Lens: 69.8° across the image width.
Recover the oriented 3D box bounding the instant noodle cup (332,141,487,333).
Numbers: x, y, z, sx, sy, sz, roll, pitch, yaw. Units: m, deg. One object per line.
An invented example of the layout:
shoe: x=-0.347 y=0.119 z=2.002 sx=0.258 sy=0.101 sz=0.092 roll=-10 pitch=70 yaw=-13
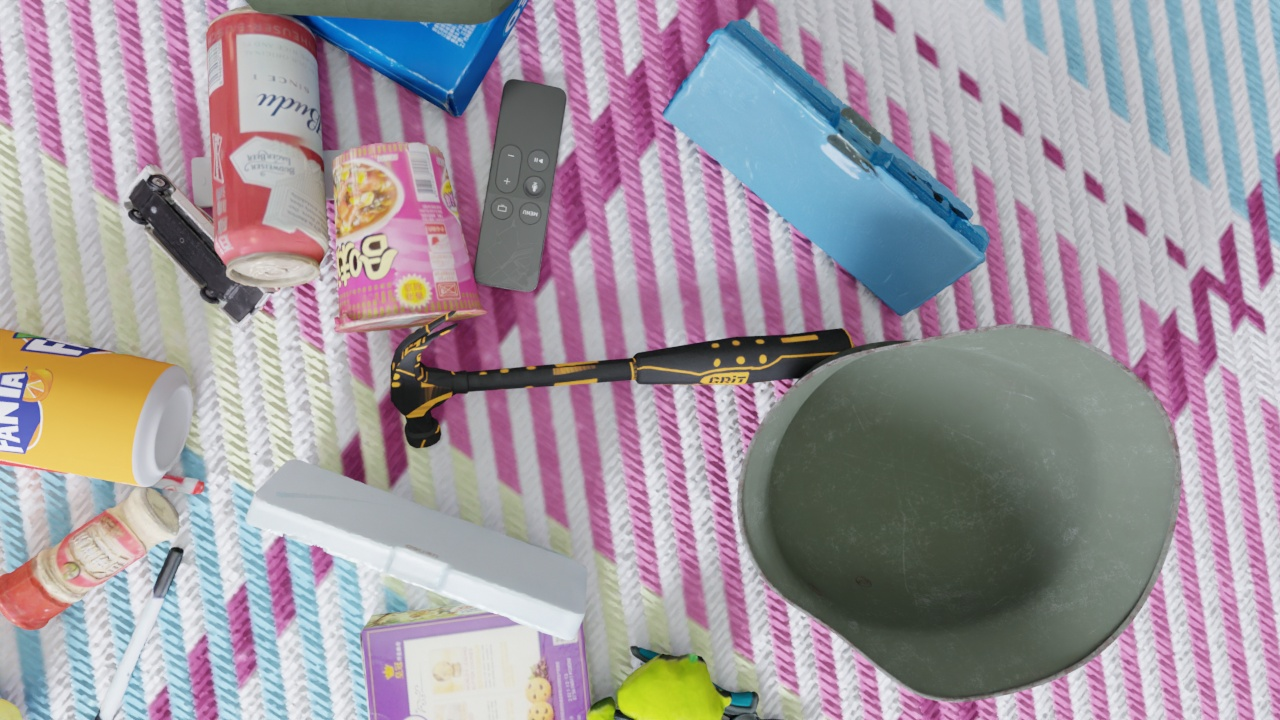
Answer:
instant noodle cup: x=-0.154 y=-0.078 z=0.590 sx=0.097 sy=0.098 sz=0.108 roll=-8 pitch=90 yaw=-7

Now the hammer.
hammer: x=-0.004 y=0.004 z=0.617 sx=0.320 sy=0.123 sz=0.036 roll=-5 pitch=53 yaw=-13

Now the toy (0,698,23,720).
toy: x=-0.484 y=0.227 z=0.551 sx=0.214 sy=0.084 sz=0.149 roll=25 pitch=85 yaw=-4

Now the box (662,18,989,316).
box: x=0.140 y=-0.149 z=0.650 sx=0.231 sy=0.094 sz=0.101 roll=38 pitch=55 yaw=-4

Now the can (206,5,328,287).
can: x=-0.236 y=-0.135 z=0.582 sx=0.067 sy=0.067 sz=0.170 roll=-5 pitch=79 yaw=-7

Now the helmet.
helmet: x=0.176 y=0.076 z=0.596 sx=0.267 sy=0.154 sz=0.227 roll=8 pitch=99 yaw=-14

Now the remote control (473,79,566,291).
remote control: x=-0.084 y=-0.123 z=0.644 sx=0.045 sy=0.008 sz=0.146 roll=9 pitch=88 yaw=-7

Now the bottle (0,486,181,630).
bottle: x=-0.353 y=0.125 z=0.589 sx=0.109 sy=0.044 sz=0.044 roll=-35 pitch=93 yaw=-7

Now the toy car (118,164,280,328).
toy car: x=-0.287 y=-0.076 z=0.604 sx=0.039 sy=0.039 sz=0.113 roll=-41 pitch=93 yaw=20

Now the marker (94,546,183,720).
marker: x=-0.336 y=0.195 z=0.605 sx=0.011 sy=0.011 sz=0.152 roll=22 pitch=86 yaw=-6

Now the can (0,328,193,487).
can: x=-0.363 y=0.028 z=0.571 sx=0.142 sy=0.079 sz=0.079 roll=12 pitch=87 yaw=-7

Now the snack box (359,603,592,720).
snack box: x=-0.105 y=0.237 z=0.618 sx=0.148 sy=0.040 sz=0.143 roll=-5 pitch=89 yaw=-7

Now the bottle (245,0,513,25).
bottle: x=-0.132 y=-0.242 z=0.554 sx=0.206 sy=0.071 sz=0.071 roll=1 pitch=88 yaw=-6

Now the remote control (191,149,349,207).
remote control: x=-0.235 y=-0.124 z=0.623 sx=0.131 sy=0.012 sz=0.033 roll=-5 pitch=87 yaw=-7

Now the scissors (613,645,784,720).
scissors: x=0.046 y=0.246 z=0.648 sx=0.128 sy=0.019 sz=0.153 roll=-26 pitch=91 yaw=-6

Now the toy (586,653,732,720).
toy: x=0.011 y=0.238 z=0.612 sx=0.094 sy=0.036 sz=0.093 roll=21 pitch=83 yaw=-17

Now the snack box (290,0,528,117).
snack box: x=-0.152 y=-0.317 z=0.617 sx=0.195 sy=0.056 sz=0.238 roll=30 pitch=86 yaw=-5

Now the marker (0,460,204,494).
marker: x=-0.361 y=0.072 z=0.604 sx=0.142 sy=0.013 sz=0.013 roll=11 pitch=87 yaw=-7

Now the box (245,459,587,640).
box: x=-0.130 y=0.111 z=0.569 sx=0.197 sy=0.136 sz=0.049 roll=23 pitch=85 yaw=-6
